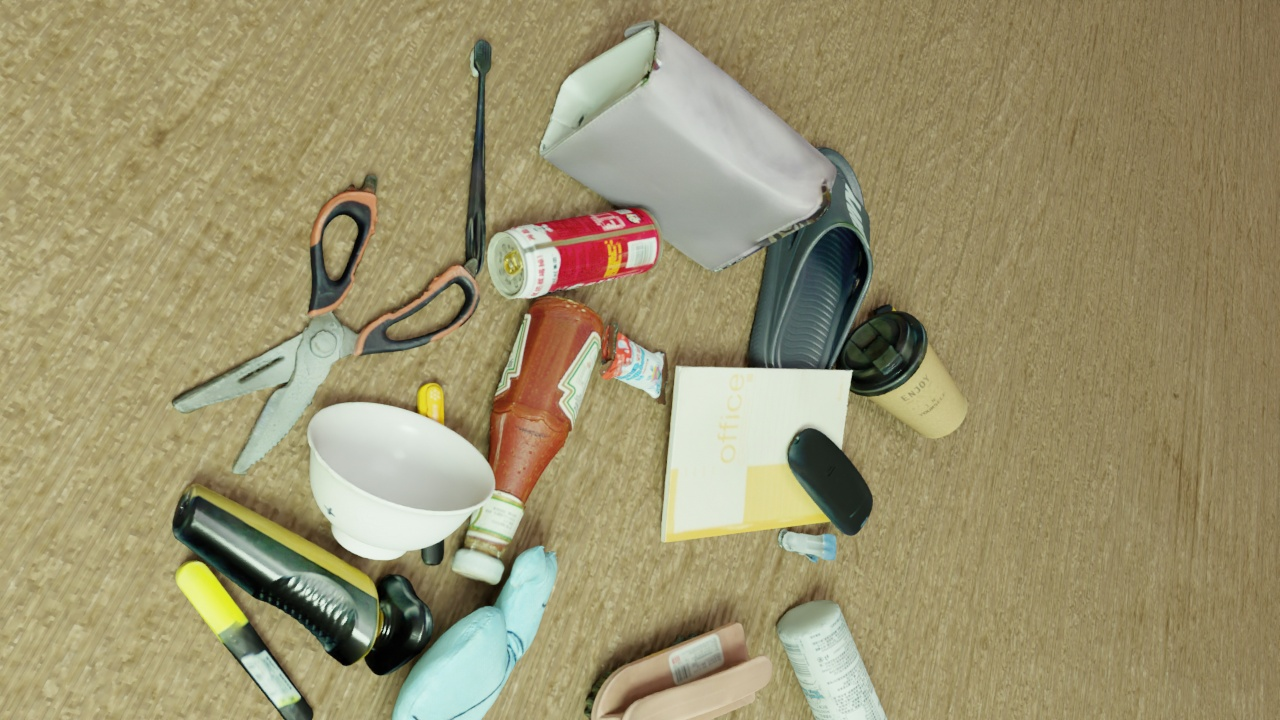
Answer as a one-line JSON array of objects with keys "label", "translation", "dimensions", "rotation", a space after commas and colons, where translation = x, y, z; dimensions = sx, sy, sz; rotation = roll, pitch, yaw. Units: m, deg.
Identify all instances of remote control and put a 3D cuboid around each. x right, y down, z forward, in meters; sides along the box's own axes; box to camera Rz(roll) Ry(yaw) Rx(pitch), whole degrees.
[{"label": "remote control", "translation": [0.179, 0.113, 0.832], "dimensions": [0.053, 0.024, 0.136], "rotation": [-53, 124, -16]}]

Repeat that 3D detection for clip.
[{"label": "clip", "translation": [0.147, 0.166, 0.827], "dimensions": [0.058, 0.044, 0.027], "rotation": [17, 72, -29]}]

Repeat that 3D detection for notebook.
[{"label": "notebook", "translation": [0.105, 0.077, 0.794], "dimensions": [0.206, 0.010, 0.146], "rotation": [2, 96, -37]}]

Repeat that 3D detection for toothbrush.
[{"label": "toothbrush", "translation": [-0.122, -0.152, 0.686], "dimensions": [0.015, 0.018, 0.181], "rotation": [6, 80, -34]}]

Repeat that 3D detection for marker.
[{"label": "marker", "translation": [-0.142, 0.077, 0.625], "dimensions": [0.018, 0.015, 0.123], "rotation": [3, 81, -33]}, {"label": "marker", "translation": [-0.232, 0.169, 0.540], "dimensions": [0.018, 0.015, 0.124], "rotation": [-40, 109, -35]}]

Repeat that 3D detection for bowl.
[{"label": "bowl", "translation": [-0.157, 0.084, 0.571], "dimensions": [0.118, 0.118, 0.065], "rotation": [13, 111, -35]}]

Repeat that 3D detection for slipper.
[{"label": "slipper", "translation": [0.179, -0.084, 0.861], "dimensions": [0.110, 0.083, 0.267], "rotation": [31, 65, -31]}]

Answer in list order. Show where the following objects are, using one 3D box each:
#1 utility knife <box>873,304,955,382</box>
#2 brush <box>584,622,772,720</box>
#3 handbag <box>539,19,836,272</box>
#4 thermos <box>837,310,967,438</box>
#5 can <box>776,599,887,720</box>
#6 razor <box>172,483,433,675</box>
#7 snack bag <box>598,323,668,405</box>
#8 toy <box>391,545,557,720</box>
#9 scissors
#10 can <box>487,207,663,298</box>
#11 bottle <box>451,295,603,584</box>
[{"label": "utility knife", "translation": [0.299, 0.002, 0.976], "dimensions": [0.177, 0.015, 0.033], "rotation": [44, 64, -24]}, {"label": "brush", "translation": [0.027, 0.245, 0.685], "dimensions": [0.145, 0.073, 0.063], "rotation": [-7, 86, -36]}, {"label": "handbag", "translation": [0.041, -0.168, 0.731], "dimensions": [0.197, 0.145, 0.098], "rotation": [29, 67, -31]}, {"label": "thermos", "translation": [0.261, 0.018, 0.903], "dimensions": [0.143, 0.093, 0.092], "rotation": [38, 60, -34]}, {"label": "can", "translation": [0.171, 0.284, 0.795], "dimensions": [0.058, 0.058, 0.147], "rotation": [-30, 99, -37]}, {"label": "razor", "translation": [-0.202, 0.129, 0.551], "dimensions": [0.167, 0.062, 0.067], "rotation": [39, 30, -19]}, {"label": "snack bag", "translation": [-0.004, 0.004, 0.726], "dimensions": [0.105, 0.026, 0.045], "rotation": [27, 61, -58]}, {"label": "toy", "translation": [-0.107, 0.193, 0.582], "dimensions": [0.161, 0.050, 0.156], "rotation": [-64, 162, 14]}, {"label": "scissors", "translation": [-0.195, -0.026, 0.603], "dimensions": [0.188, 0.015, 0.224], "rotation": [10, 75, -33]}, {"label": "can", "translation": [-0.048, -0.083, 0.703], "dimensions": [0.132, 0.053, 0.053], "rotation": [-17, 91, -38]}, {"label": "bottle", "translation": [-0.082, 0.054, 0.649], "dimensions": [0.059, 0.060, 0.205], "rotation": [30, 67, -29]}]
